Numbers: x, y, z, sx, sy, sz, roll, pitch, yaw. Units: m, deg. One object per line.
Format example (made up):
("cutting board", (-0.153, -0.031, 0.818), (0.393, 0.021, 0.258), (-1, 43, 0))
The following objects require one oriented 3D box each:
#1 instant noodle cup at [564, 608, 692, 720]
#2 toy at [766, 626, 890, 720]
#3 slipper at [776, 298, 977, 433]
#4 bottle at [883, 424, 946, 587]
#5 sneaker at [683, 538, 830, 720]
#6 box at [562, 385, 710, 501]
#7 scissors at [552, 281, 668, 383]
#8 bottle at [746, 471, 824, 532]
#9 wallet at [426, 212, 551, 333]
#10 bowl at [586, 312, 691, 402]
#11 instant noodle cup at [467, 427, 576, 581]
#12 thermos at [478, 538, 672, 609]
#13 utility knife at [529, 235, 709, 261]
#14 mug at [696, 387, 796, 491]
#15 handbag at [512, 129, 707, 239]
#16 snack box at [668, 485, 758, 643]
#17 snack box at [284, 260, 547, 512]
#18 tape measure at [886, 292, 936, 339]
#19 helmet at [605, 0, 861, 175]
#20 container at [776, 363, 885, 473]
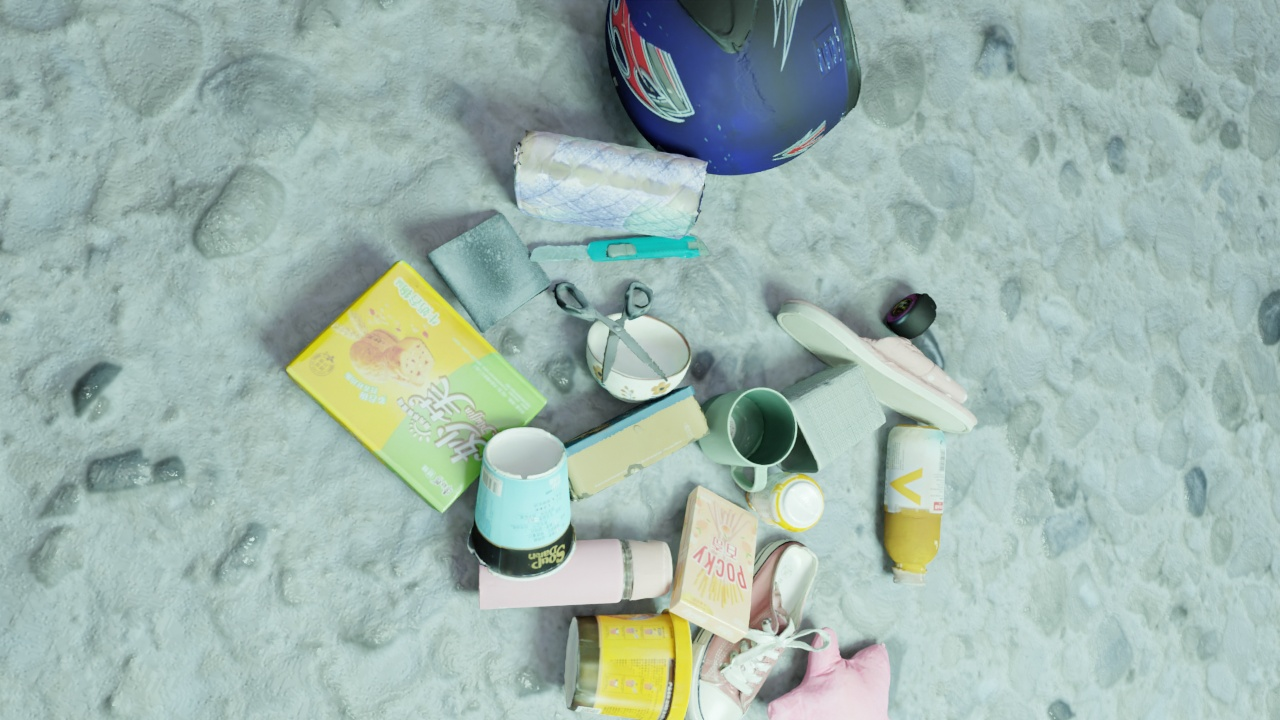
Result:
("instant noodle cup", (-0.016, 0.315, 0.948), (0.114, 0.118, 0.118), (6, 83, -11))
("toy", (0.242, 0.399, 1.048), (0.178, 0.075, 0.194), (-44, 103, -27))
("slipper", (0.282, 0.000, 1.079), (0.274, 0.114, 0.054), (32, 77, -7))
("bottle", (0.326, 0.173, 1.097), (0.068, 0.068, 0.189), (7, 83, -18))
("sneaker", (0.129, 0.305, 1.008), (0.118, 0.088, 0.240), (38, 74, -12))
("box", (-0.010, 0.085, 0.983), (0.184, 0.090, 0.060), (-28, 93, -21))
("scissors", (-0.029, -0.036, 0.977), (0.159, 0.014, 0.180), (21, 40, 8))
("bottle", (0.156, 0.155, 1.020), (0.063, 0.108, 0.063), (1, 86, -19))
("wallet", (-0.155, -0.094, 0.962), (0.097, 0.019, 0.120), (55, 43, -7))
("bowl", (-0.006, 0.006, 0.993), (0.113, 0.113, 0.062), (-2, 129, -19))
("instant noodle cup", (-0.113, 0.133, 0.898), (0.111, 0.111, 0.121), (-6, 125, -19))
("thermos", (-0.070, 0.220, 0.958), (0.198, 0.087, 0.067), (-1, 85, -12))
("utility knife", (-0.020, -0.124, 1.033), (0.216, 0.013, 0.029), (-7, 81, -21))
("mug", (0.114, 0.088, 1.013), (0.082, 0.106, 0.111), (-6, 86, -20))
("handbag", (-0.033, -0.184, 0.959), (0.194, 0.134, 0.075), (8, 84, -3))
("snack box", (0.082, 0.216, 0.989), (0.084, 0.026, 0.156), (30, 40, -14))
("snack box", (-0.223, 0.027, 0.925), (0.210, 0.070, 0.157), (45, 73, -10))
("tape measure", (0.334, -0.053, 1.126), (0.039, 0.057, 0.057), (44, 65, -11))
("helmet", (0.080, -0.352, 0.977), (0.240, 0.247, 0.315), (-16, 78, 2))
("container", (0.208, 0.064, 1.059), (0.114, 0.090, 0.090), (-28, 95, -22))
